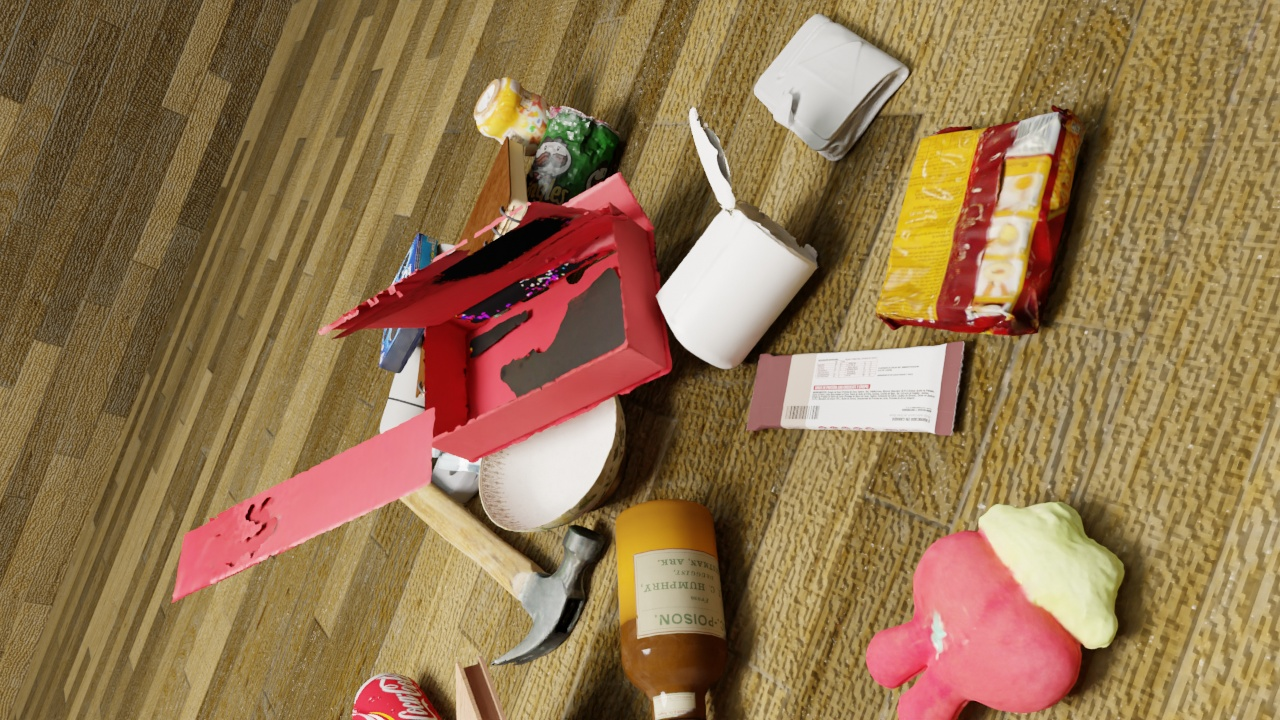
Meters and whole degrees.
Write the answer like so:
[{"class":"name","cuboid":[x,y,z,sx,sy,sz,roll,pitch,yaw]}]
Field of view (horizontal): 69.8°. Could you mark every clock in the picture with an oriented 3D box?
[{"class":"clock","cuboid":[-0.151,0.072,0.819,0.118,0.083,0.057,2,90,8]}]

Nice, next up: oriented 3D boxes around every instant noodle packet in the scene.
[{"class":"instant noodle packet","cuboid":[0.193,-0.079,0.525,0.099,0.039,0.135,7,80,52]}]

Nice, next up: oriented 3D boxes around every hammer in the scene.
[{"class":"hammer","cuboid":[-0.160,-0.009,0.944,0.127,0.029,0.323,-5,67,50]},{"class":"hammer","cuboid":[-0.161,0.154,0.826,0.331,0.033,0.132,23,94,46]}]

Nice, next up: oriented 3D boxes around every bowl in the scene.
[{"class":"bowl","cuboid":[-0.056,0.076,0.728,0.145,0.063,0.145,-24,50,31]}]

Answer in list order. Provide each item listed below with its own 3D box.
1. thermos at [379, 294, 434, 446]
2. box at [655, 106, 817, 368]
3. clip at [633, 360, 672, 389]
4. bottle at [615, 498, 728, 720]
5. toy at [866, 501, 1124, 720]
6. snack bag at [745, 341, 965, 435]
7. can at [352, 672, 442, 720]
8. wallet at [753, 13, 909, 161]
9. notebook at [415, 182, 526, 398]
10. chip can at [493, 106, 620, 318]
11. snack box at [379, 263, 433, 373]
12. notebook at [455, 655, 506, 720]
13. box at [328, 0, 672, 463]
[{"class":"thermos","cuboid":[-0.233,-0.016,1.015,0.052,0.052,0.224,5,76,52]},{"class":"box","cuboid":[0.050,-0.078,0.620,0.138,0.143,0.083,-51,24,18]},{"class":"clip","cuboid":[-0.005,0.001,0.734,0.050,0.054,0.044,168,101,-77]},{"class":"bottle","cuboid":[0.020,0.173,0.588,0.068,0.067,0.156,-32,49,38]},{"class":"toy","cuboid":[0.168,0.127,0.444,0.135,0.045,0.091,-50,42,15]},{"class":"snack bag","cuboid":[0.129,0.019,0.576,0.158,0.013,0.057,-5,71,51]},{"class":"can","cuboid":[-0.210,0.323,0.803,0.105,0.064,0.064,23,90,54]},{"class":"wallet","cuboid":[0.133,-0.204,0.671,0.086,0.032,0.116,-53,38,15]},{"class":"notebook","cuboid":[-0.162,-0.086,0.878,0.226,0.024,0.167,-59,23,26]},{"class":"chip can","cuboid":[-0.091,-0.124,0.876,0.075,0.075,0.223,16,86,54]},{"class":"snack box","cuboid":[-0.246,-0.064,0.978,0.082,0.027,0.150,-55,28,30]},{"class":"notebook","cuboid":[-0.089,0.328,0.602,0.169,0.022,0.211,-129,38,-50]},{"class":"box","cuboid":[-0.142,-0.187,0.741,0.216,0.141,0.510,-25,73,29]}]
